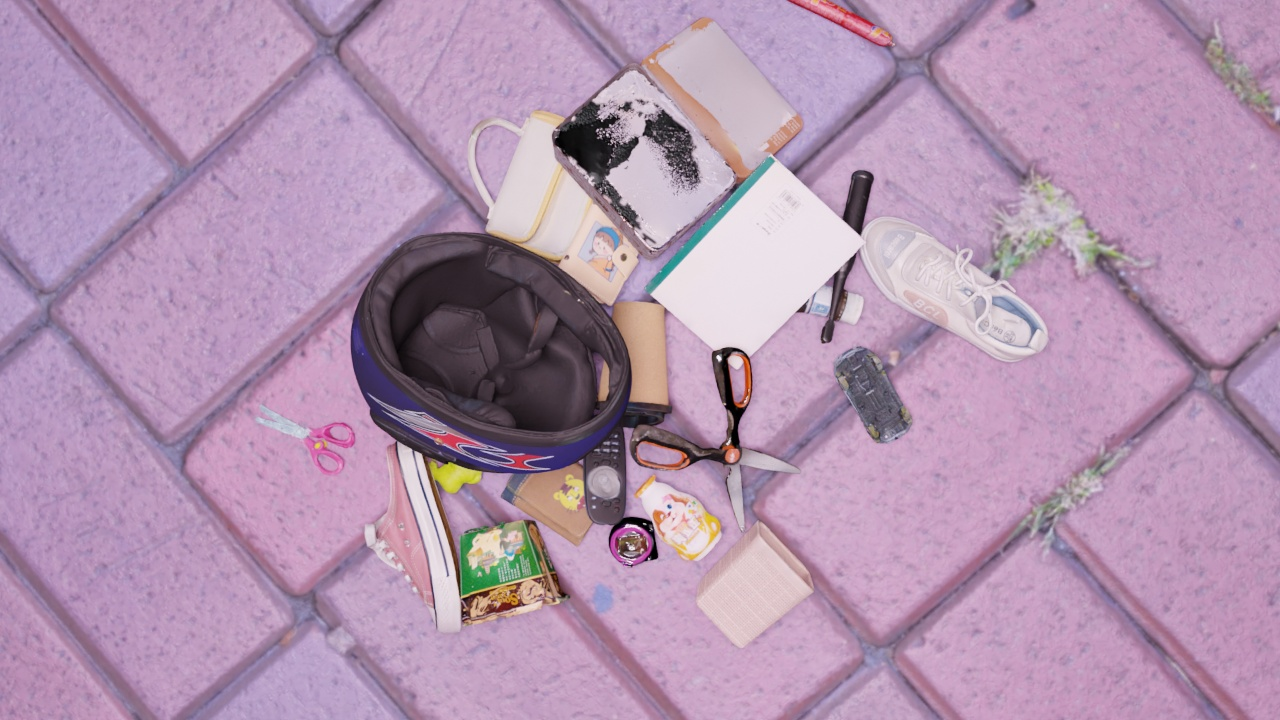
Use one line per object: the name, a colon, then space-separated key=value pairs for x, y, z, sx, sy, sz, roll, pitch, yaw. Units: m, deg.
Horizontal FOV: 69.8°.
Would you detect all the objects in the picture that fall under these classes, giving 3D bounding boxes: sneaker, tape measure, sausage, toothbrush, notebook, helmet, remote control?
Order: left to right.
sneaker: x=-0.270 y=0.212 z=1.080 sx=0.087 sy=0.118 sz=0.241 roll=-15 pitch=98 yaw=-8
helmet: x=-0.156 y=0.010 z=1.000 sx=0.315 sy=0.241 sz=0.246 roll=31 pitch=70 yaw=11
remote control: x=-0.043 y=0.130 z=1.092 sx=0.053 sy=0.024 sz=0.136 roll=5 pitch=68 yaw=-16
tape measure: x=-0.010 y=0.217 z=1.100 sx=0.058 sy=0.039 sz=0.057 roll=-6 pitch=91 yaw=4
notebook: x=0.127 y=-0.107 z=1.037 sx=0.150 sy=0.012 sz=0.209 roll=40 pitch=111 yaw=-13
sausage: x=0.231 y=-0.407 z=1.079 sx=0.156 sy=0.020 sz=0.020 roll=27 pitch=93 yaw=2
toothbrush: x=0.235 y=-0.119 z=1.054 sx=0.026 sy=0.027 sz=0.212 roll=18 pitch=77 yaw=-11
sneaker: x=0.354 y=-0.080 z=1.043 sx=0.242 sy=0.090 sz=0.089 roll=36 pitch=92 yaw=3

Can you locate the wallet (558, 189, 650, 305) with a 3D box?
wallet: x=-0.039 y=-0.129 z=1.064 sx=0.087 sy=0.024 sz=0.115 roll=34 pitch=72 yaw=-29

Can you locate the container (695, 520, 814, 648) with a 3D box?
container: x=0.129 y=0.262 z=1.070 sx=0.111 sy=0.090 sz=0.090 roll=-44 pitch=89 yaw=7

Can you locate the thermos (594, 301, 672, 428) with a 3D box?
thermos: x=-0.006 y=0.006 z=1.075 sx=0.093 sy=0.093 sz=0.143 roll=3 pitch=83 yaw=4

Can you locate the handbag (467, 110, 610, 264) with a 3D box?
handbag: x=-0.132 y=-0.215 z=1.090 sx=0.179 sy=0.063 sz=0.163 roll=21 pitch=91 yaw=7

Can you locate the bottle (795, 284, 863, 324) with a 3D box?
bottle: x=0.163 y=-0.085 z=1.079 sx=0.195 sy=0.044 sz=0.080 roll=16 pitch=100 yaw=2

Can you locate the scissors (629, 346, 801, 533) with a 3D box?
scissors: x=0.092 y=0.095 z=1.054 sx=0.220 sy=0.022 sz=0.235 roll=-3 pitch=102 yaw=-19

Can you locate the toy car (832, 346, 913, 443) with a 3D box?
toy car: x=0.272 y=0.041 z=1.080 sx=0.054 sy=0.036 sz=0.120 roll=-32 pitch=99 yaw=3

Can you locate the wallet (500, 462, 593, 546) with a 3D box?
wallet: x=-0.100 y=0.159 z=1.110 sx=0.115 sy=0.033 sz=0.090 roll=34 pitch=92 yaw=-1

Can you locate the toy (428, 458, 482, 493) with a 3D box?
toy: x=-0.227 y=0.107 z=1.116 sx=0.097 sy=0.031 sz=0.100 roll=-25 pitch=90 yaw=6

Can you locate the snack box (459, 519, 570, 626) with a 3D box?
snack box: x=-0.156 y=0.246 z=1.084 sx=0.118 sy=0.117 sz=0.105 roll=-13 pitch=78 yaw=1

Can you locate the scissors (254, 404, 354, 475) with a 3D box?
scissors: x=-0.416 y=0.083 z=1.138 sx=0.137 sy=0.017 sz=0.073 roll=32 pitch=94 yaw=6

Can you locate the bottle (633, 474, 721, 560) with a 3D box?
bottle: x=0.042 y=0.184 z=1.084 sx=0.108 sy=0.063 sz=0.063 roll=43 pitch=93 yaw=2

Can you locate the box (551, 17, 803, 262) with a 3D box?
box: x=0.048 y=-0.259 z=1.029 sx=0.259 sy=0.110 sz=0.179 roll=-42 pitch=92 yaw=-5
